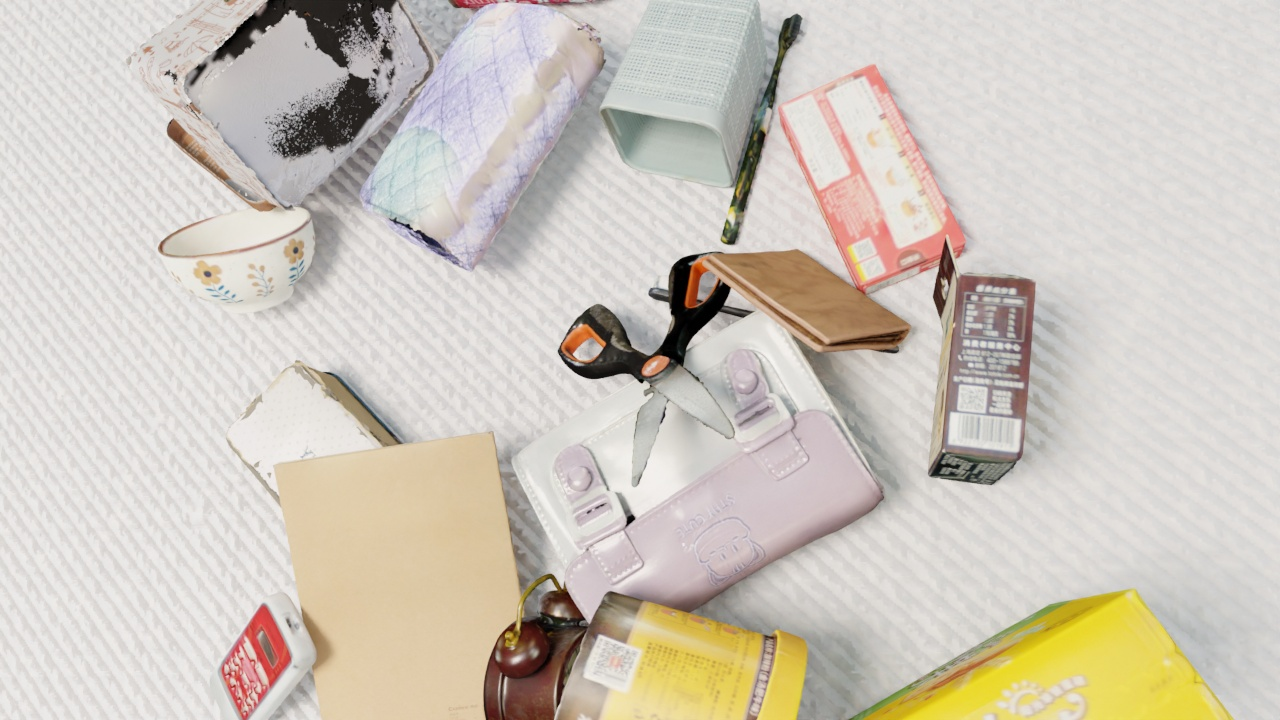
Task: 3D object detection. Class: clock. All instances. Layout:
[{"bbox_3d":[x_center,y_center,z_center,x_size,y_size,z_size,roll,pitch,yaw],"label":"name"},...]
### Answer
[{"bbox_3d":[-0.057,0.193,0.574,0.055,0.081,0.122,-3,104,29],"label":"clock"}]

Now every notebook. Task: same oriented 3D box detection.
[{"bbox_3d":[-0.152,0.161,0.609,0.149,0.012,0.211,-9,95,4],"label":"notebook"}]

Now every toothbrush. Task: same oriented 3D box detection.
[{"bbox_3d":[0.090,-0.031,0.641,0.181,0.016,0.018,16,71,19],"label":"toothbrush"},{"bbox_3d":[0.090,-0.172,0.676,0.012,0.017,0.185,20,80,-19],"label":"toothbrush"}]

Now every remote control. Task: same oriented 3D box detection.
[{"bbox_3d":[-0.263,0.213,0.633,0.136,0.020,0.056,-47,69,34],"label":"remote control"}]

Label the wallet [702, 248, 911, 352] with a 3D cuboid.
[{"bbox_3d":[0.107,-0.039,0.585,0.101,0.115,0.020,40,118,29],"label":"wallet"}]

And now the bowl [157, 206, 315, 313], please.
[{"bbox_3d":[-0.310,-0.076,0.723,0.113,0.113,0.062,2,120,15],"label":"bowl"}]

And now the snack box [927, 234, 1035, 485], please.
[{"bbox_3d":[0.199,0.005,0.550,0.053,0.113,0.125,7,78,15],"label":"snack box"}]

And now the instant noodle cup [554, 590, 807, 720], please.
[{"bbox_3d":[0.019,0.190,0.501,0.114,0.118,0.118,20,81,7],"label":"instant noodle cup"}]

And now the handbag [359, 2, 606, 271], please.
[{"bbox_3d":[-0.118,-0.169,0.686,0.134,0.075,0.194,27,85,49],"label":"handbag"}]

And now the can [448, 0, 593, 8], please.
[{"bbox_3d":[-0.091,-0.316,0.742,0.133,0.053,0.053,4,77,16],"label":"can"}]

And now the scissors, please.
[{"bbox_3d":[0.014,-0.009,0.570,0.210,0.022,0.222,-45,29,-22],"label":"scissors"}]

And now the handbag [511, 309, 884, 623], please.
[{"bbox_3d":[0.036,0.076,0.589,0.197,0.098,0.145,-31,76,6],"label":"handbag"}]

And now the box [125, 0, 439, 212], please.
[{"bbox_3d":[-0.289,-0.234,0.718,0.193,0.157,0.182,28,69,34],"label":"box"}]

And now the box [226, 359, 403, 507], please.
[{"bbox_3d":[-0.224,0.078,0.674,0.090,0.060,0.184,-46,68,-1],"label":"box"}]

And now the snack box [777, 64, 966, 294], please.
[{"bbox_3d":[0.159,-0.127,0.642,0.075,0.025,0.152,-23,72,7],"label":"snack box"}]

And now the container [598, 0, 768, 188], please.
[{"bbox_3d":[0.036,-0.200,0.661,0.090,0.090,0.111,15,77,18],"label":"container"}]

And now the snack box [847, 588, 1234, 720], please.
[{"bbox_3d":[0.175,0.186,0.458,0.158,0.210,0.070,-32,69,4],"label":"snack box"}]
